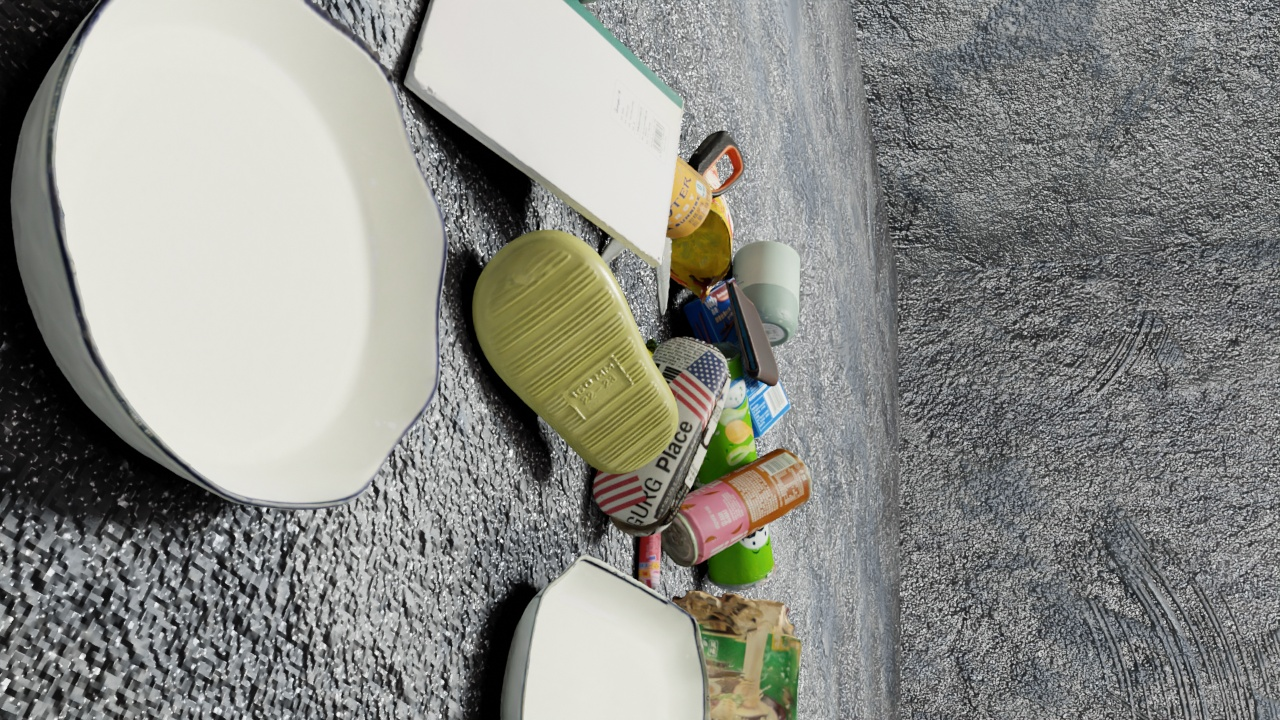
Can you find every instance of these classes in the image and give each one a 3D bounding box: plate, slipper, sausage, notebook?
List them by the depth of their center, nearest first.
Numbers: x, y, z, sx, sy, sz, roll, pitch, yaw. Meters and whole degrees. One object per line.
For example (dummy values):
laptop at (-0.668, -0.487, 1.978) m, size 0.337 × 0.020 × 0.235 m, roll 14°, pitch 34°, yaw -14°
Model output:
plate at (-0.148, -0.045, 0.361) m, size 0.204 × 0.046 × 0.205 m, roll -5°, pitch 90°, yaw -70°
notebook at (-0.047, -0.172, 0.591) m, size 0.209 × 0.012 × 0.150 m, roll 32°, pitch 54°, yaw -38°
slipper at (-0.045, -0.005, 0.598) m, size 0.190 × 0.091 × 0.081 m, roll 58°, pitch -7°, yaw -34°
plate at (-0.019, 0.234, 0.626) m, size 0.265 × 0.034 × 0.161 m, roll 44°, pitch 46°, yaw -51°
sausage at (0.010, 0.124, 0.781) m, size 0.020 × 0.020 × 0.155 m, roll 46°, pitch 44°, yaw -59°

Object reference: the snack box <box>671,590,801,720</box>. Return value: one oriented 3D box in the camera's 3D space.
snack box at (0.074, 0.270, 0.792) m, size 0.106 × 0.118 × 0.117 m, roll 81°, pitch 17°, yaw -64°

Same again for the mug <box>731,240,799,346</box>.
mug at (0.146, -0.070, 1.112) m, size 0.112 × 0.082 × 0.106 m, roll 113°, pitch -15°, yaw -61°

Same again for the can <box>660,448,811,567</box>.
can at (0.086, 0.130, 0.827) m, size 0.147 × 0.058 × 0.058 m, roll -21°, pitch 109°, yaw -32°

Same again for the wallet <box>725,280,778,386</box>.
wallet at (0.110, -0.024, 0.908) m, size 0.122 × 0.020 × 0.096 m, roll 22°, pitch 51°, yaw -74°

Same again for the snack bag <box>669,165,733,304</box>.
snack bag at (0.067, -0.136, 0.945) m, size 0.207 × 0.073 × 0.129 m, roll -60°, pitch 141°, yaw -68°

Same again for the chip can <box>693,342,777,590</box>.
chip can at (0.082, 0.104, 0.903) m, size 0.072 × 0.072 × 0.236 m, roll -42°, pitch 124°, yaw -65°

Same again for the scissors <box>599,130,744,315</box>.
scissors at (0.015, -0.156, 0.795) m, size 0.220 × 0.022 × 0.223 m, roll -28°, pitch 94°, yaw -40°

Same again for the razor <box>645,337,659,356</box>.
razor at (-0.004, 0.004, 0.754) m, size 0.043 × 0.028 × 0.132 m, roll 53°, pitch 17°, yaw 10°

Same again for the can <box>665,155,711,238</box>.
can at (-0.006, -0.146, 0.696) m, size 0.146 × 0.058 × 0.058 m, roll 27°, pitch 60°, yaw -50°

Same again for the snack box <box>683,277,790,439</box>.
snack box at (0.104, -0.002, 0.968) m, size 0.084 × 0.026 × 0.157 m, roll -34°, pitch 102°, yaw -53°

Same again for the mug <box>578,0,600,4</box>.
mug at (-0.030, -0.299, 0.643) m, size 0.084 × 0.103 × 0.123 m, roll 52°, pitch 40°, yaw -56°

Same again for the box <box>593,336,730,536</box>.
box at (0.018, 0.052, 0.709) m, size 0.163 × 0.074 × 0.079 m, roll -62°, pitch 140°, yaw -25°
